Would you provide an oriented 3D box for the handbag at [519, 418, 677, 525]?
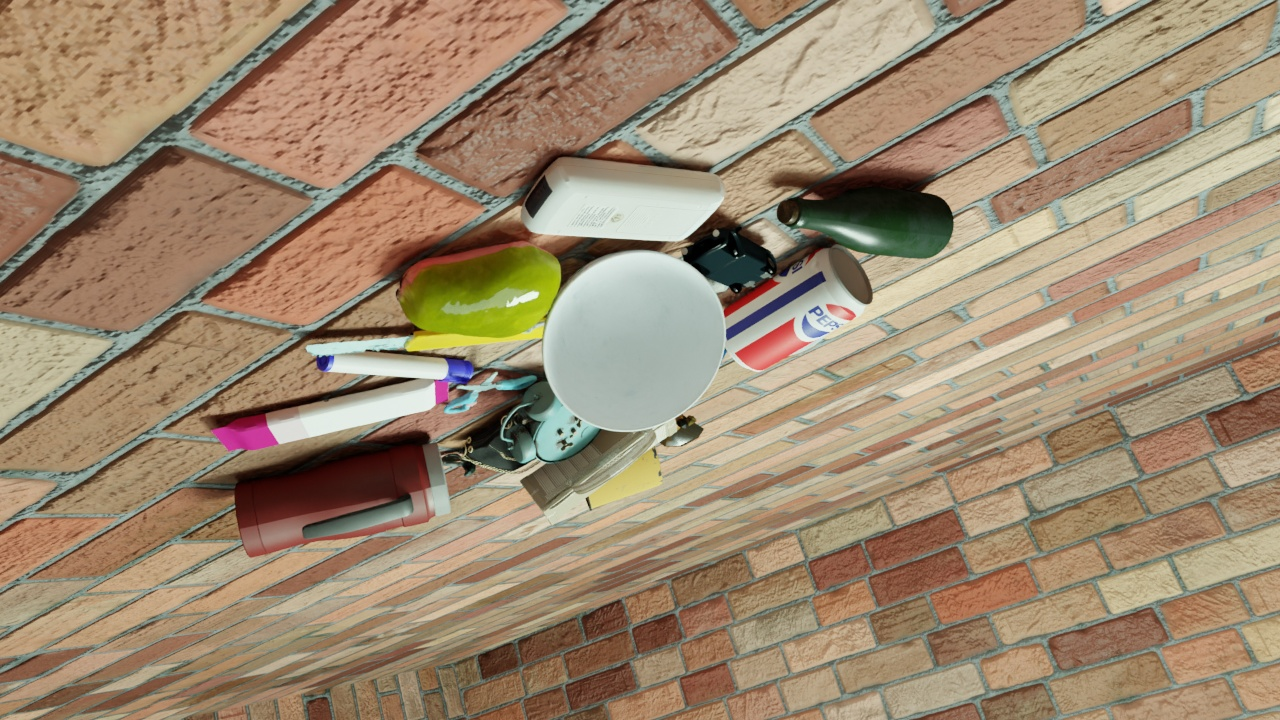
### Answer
[{"bbox_3d":[-0.033,0.103,0.941,0.175,0.062,0.198,-37,-177,-9],"label":"handbag"}]

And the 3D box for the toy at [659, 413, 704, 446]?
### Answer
[{"bbox_3d":[0.039,0.074,1.103,0.076,0.062,0.100,18,176,3],"label":"toy"}]

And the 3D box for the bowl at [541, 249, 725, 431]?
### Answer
[{"bbox_3d":[-0.013,-0.024,0.725,0.144,0.144,0.074,-15,-156,-11],"label":"bowl"}]

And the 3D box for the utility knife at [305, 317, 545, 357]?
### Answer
[{"bbox_3d":[-0.154,-0.018,0.734,0.223,0.019,0.031,-10,154,-36],"label":"utility knife"}]

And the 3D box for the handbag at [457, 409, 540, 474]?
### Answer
[{"bbox_3d":[-0.140,0.085,0.997,0.079,0.054,0.129,17,144,-42],"label":"handbag"}]

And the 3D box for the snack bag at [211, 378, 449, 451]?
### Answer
[{"bbox_3d":[-0.267,0.046,0.809,0.196,0.016,0.070,-13,164,-15],"label":"snack bag"}]

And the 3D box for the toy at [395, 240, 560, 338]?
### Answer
[{"bbox_3d":[-0.113,-0.048,0.639,0.109,0.051,0.090,-5,155,-28],"label":"toy"}]

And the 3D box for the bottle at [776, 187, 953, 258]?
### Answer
[{"bbox_3d":[0.175,-0.111,0.726,0.173,0.055,0.055,-2,155,-37],"label":"bottle"}]

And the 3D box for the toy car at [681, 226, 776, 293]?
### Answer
[{"bbox_3d":[0.073,-0.083,0.739,0.046,0.034,0.112,-28,160,26],"label":"toy car"}]

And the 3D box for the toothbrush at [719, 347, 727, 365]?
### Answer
[{"bbox_3d":[0.086,-0.008,0.987,0.014,0.014,0.168,-3,160,-9],"label":"toothbrush"}]

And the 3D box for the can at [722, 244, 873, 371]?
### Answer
[{"bbox_3d":[0.141,-0.047,0.847,0.132,0.070,0.070,-33,157,35],"label":"can"}]

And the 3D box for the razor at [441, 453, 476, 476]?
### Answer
[{"bbox_3d":[-0.256,0.128,1.040,0.144,0.042,0.022,-15,118,2],"label":"razor"}]

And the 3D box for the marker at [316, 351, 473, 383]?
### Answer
[{"bbox_3d":[-0.198,0.005,0.753,0.020,0.020,0.141,-31,157,33],"label":"marker"}]

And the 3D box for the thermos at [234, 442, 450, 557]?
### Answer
[{"bbox_3d":[-0.296,0.143,0.925,0.198,0.084,0.108,-11,-163,-15],"label":"thermos"}]

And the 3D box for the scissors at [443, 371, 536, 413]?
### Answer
[{"bbox_3d":[-0.132,0.025,0.850,0.111,0.015,0.141,-16,176,-25],"label":"scissors"}]

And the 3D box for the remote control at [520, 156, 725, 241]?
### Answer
[{"bbox_3d":[-0.010,-0.106,0.614,0.138,0.025,0.060,-2,155,-35],"label":"remote control"}]

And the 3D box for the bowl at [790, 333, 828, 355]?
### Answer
[{"bbox_3d":[0.156,-0.033,0.946,0.106,0.039,0.106,-16,161,-6],"label":"bowl"}]

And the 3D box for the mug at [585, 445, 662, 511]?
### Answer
[{"bbox_3d":[-0.033,0.113,1.104,0.094,0.100,0.123,-18,-162,-8],"label":"mug"}]

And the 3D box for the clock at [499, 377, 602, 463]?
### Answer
[{"bbox_3d":[-0.089,0.057,0.905,0.124,0.053,0.090,3,123,-48],"label":"clock"}]

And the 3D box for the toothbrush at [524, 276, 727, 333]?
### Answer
[{"bbox_3d":[-0.015,-0.048,0.774,0.185,0.022,0.024,-14,-164,-13],"label":"toothbrush"}]
